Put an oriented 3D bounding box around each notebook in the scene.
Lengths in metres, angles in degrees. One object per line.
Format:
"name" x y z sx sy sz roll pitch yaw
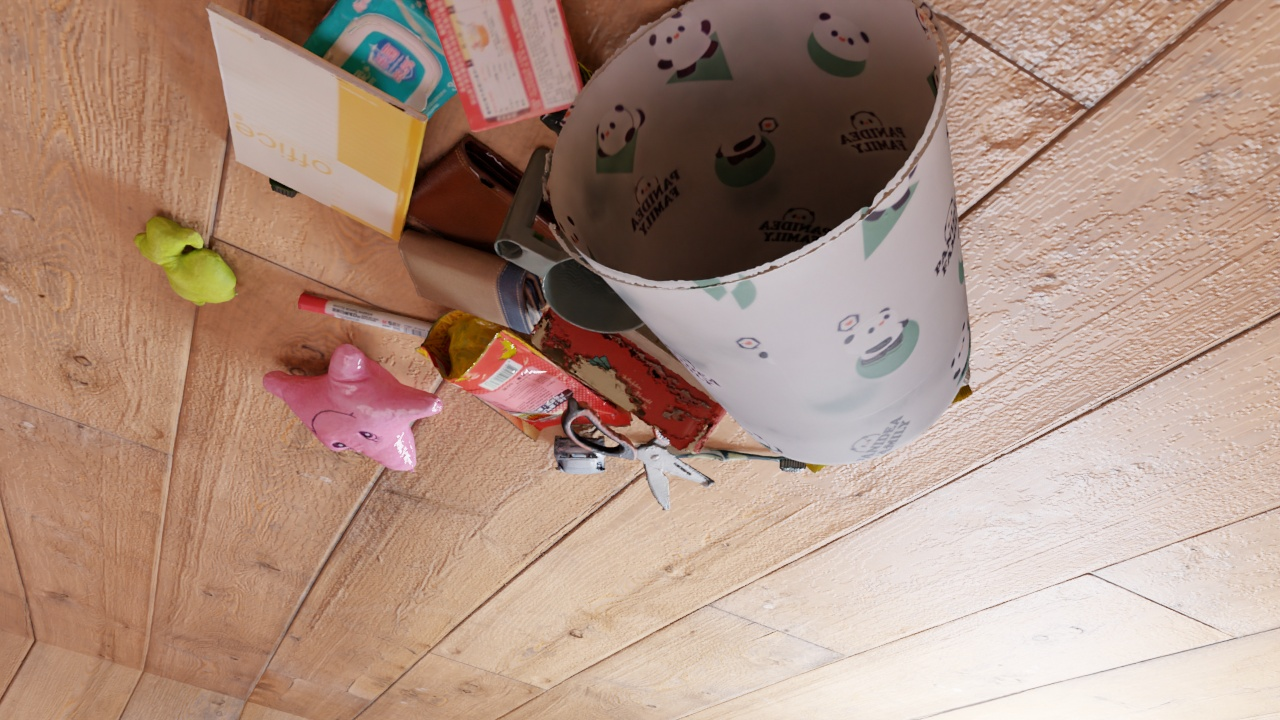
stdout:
"notebook" -0.231 -0.159 0.661 0.146 0.010 0.207 27 159 -11

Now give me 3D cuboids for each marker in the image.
"marker" -0.255 -0.041 0.882 0.145 0.017 0.017 13 144 -2

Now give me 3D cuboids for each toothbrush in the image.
"toothbrush" -0.221 -0.115 0.775 0.185 0.012 0.017 21 149 -13
"toothbrush" 0.082 0.104 0.979 0.192 0.018 0.016 3 142 11
"toothbrush" 0.214 0.054 0.772 0.189 0.016 0.016 -22 179 -28

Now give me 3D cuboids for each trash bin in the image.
"trash bin" 0.099 -0.069 0.584 0.230 0.229 0.252 -8 146 25

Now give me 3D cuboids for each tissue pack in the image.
"tissue pack" -0.168 -0.201 0.611 0.093 0.050 0.134 34 139 -29

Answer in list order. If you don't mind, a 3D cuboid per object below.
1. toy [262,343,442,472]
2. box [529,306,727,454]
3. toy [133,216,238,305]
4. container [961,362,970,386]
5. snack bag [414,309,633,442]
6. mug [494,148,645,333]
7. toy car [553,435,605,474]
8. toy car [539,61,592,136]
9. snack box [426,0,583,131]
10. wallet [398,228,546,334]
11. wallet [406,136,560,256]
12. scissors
"toy" -0.288 0.057 0.970 0.195 0.074 0.178 -15 128 33
"box" -0.004 0.004 0.753 0.168 0.091 0.078 35 110 2
"toy" -0.418 -0.088 0.851 0.100 0.031 0.097 36 136 -29
"container" 0.193 -0.011 0.735 0.115 0.090 0.090 -25 131 36
"snack bag" -0.112 0.026 0.894 0.129 0.073 0.208 -12 149 29
"mug" -0.038 -0.094 0.675 0.124 0.103 0.084 28 141 -19
"toy car" -0.065 0.106 0.987 0.054 0.036 0.121 0 163 -2
"toy car" -0.038 -0.172 0.631 0.048 0.032 0.105 -17 144 33
"snack box" -0.087 -0.217 0.539 0.075 0.025 0.153 -14 125 3
"wallet" -0.139 -0.065 0.767 0.115 0.033 0.090 17 154 11
"wallet" -0.122 -0.113 0.735 0.124 0.032 0.101 35 141 -27
"scissors" 0.006 0.082 0.926 0.188 0.015 0.227 0 130 -20
